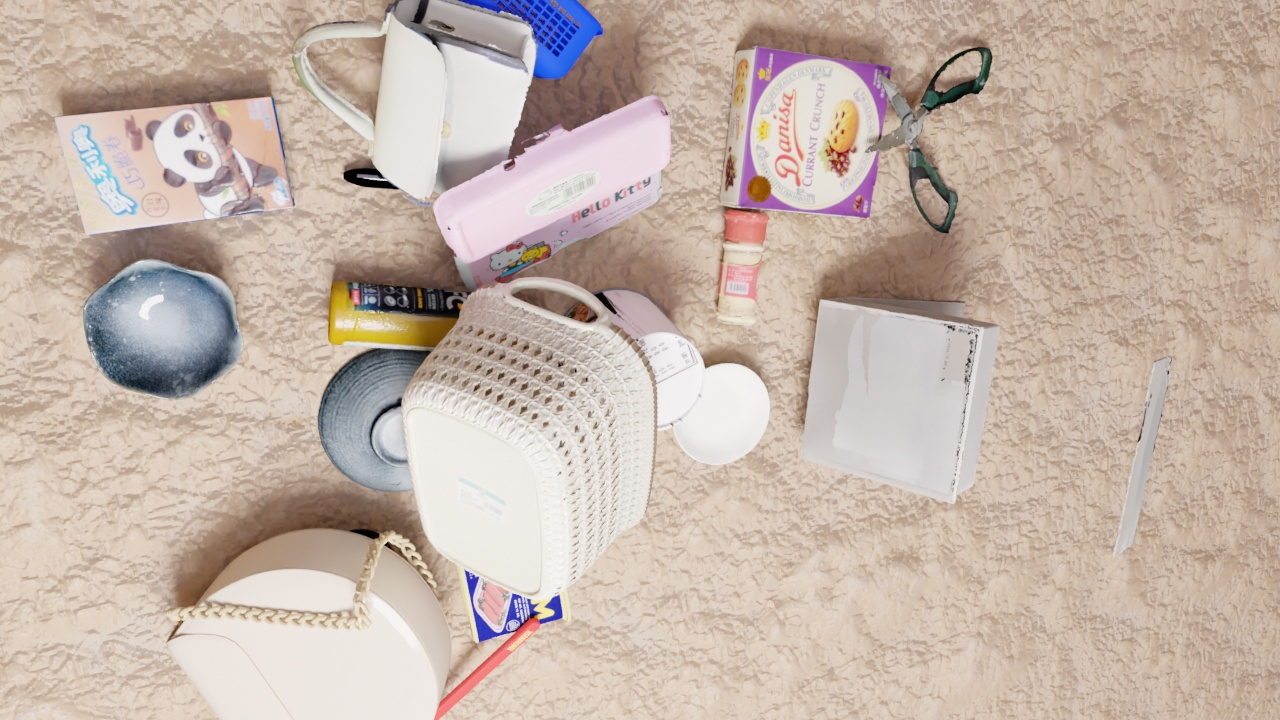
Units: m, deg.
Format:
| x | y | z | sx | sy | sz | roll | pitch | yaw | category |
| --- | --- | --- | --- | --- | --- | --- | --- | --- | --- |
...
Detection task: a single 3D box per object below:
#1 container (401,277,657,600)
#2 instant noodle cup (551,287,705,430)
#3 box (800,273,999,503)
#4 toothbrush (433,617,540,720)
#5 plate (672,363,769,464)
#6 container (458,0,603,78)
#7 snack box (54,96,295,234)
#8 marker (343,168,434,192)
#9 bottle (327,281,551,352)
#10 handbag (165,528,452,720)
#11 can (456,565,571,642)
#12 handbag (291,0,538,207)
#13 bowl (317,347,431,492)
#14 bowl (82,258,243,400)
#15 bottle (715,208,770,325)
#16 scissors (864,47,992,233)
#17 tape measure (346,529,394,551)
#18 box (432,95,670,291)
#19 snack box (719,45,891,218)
| x | y | z | sx | sy | sz | roll | pitch | yaw | category |
| --- | --- | --- | --- | --- | --- | --- | --- | --- | --- |
| -0.091 | 0.072 | 0.737 | 0.142 | 0.185 | 0.247 | -51 | 153 | -43 | container |
| -0.005 | 0.005 | 0.820 | 0.123 | 0.122 | 0.124 | -5 | 104 | -19 | instant noodle cup |
| 0.287 | 0.009 | 1.021 | 0.174 | 0.421 | 0.167 | 9 | 102 | 15 | box |
| -0.167 | 0.315 | 0.864 | 0.213 | 0.018 | 0.012 | -44 | 128 | 13 | toothbrush |
| 0.076 | 0.050 | 0.913 | 0.104 | 0.026 | 0.104 | -5 | 106 | -19 | plate |
| -0.096 | -0.278 | 0.734 | 0.114 | 0.096 | 0.058 | 36 | 94 | -23 | container |
| -0.353 | -0.151 | 0.706 | 0.151 | 0.034 | 0.087 | -11 | 106 | -17 | snack box |
| -0.178 | -0.150 | 0.775 | 0.138 | 0.022 | 0.016 | 1 | 98 | -19 | marker |
| -0.170 | -0.034 | 0.790 | 0.186 | 0.053 | 0.053 | 3 | 102 | -20 | bottle |
| -0.272 | 0.253 | 0.776 | 0.209 | 0.103 | 0.211 | -20 | 111 | 10 | handbag |
| -0.122 | 0.200 | 0.863 | 0.092 | 0.056 | 0.116 | -12 | 107 | -15 | can |
| -0.179 | -0.201 | 0.700 | 0.176 | 0.073 | 0.152 | 16 | 136 | -12 | handbag |
| -0.208 | 0.059 | 0.797 | 0.137 | 0.057 | 0.137 | -5 | 104 | -19 | bowl |
| -0.370 | -0.027 | 0.719 | 0.110 | 0.055 | 0.110 | -5 | 104 | -19 | bowl |
| 0.096 | -0.089 | 0.877 | 0.044 | 0.044 | 0.109 | 1 | 103 | -20 | bottle |
| 0.297 | -0.238 | 0.909 | 0.202 | 0.015 | 0.201 | -55 | 130 | -9 | scissors |
| -0.251 | 0.181 | 0.823 | 0.061 | 0.034 | 0.061 | 9 | 107 | -8 | tape measure |
| -0.065 | -0.130 | 0.762 | 0.201 | 0.038 | 0.153 | -28 | 155 | -10 | box |
| 0.155 | -0.212 | 0.867 | 0.148 | 0.040 | 0.143 | 1 | 103 | -20 | snack box |
